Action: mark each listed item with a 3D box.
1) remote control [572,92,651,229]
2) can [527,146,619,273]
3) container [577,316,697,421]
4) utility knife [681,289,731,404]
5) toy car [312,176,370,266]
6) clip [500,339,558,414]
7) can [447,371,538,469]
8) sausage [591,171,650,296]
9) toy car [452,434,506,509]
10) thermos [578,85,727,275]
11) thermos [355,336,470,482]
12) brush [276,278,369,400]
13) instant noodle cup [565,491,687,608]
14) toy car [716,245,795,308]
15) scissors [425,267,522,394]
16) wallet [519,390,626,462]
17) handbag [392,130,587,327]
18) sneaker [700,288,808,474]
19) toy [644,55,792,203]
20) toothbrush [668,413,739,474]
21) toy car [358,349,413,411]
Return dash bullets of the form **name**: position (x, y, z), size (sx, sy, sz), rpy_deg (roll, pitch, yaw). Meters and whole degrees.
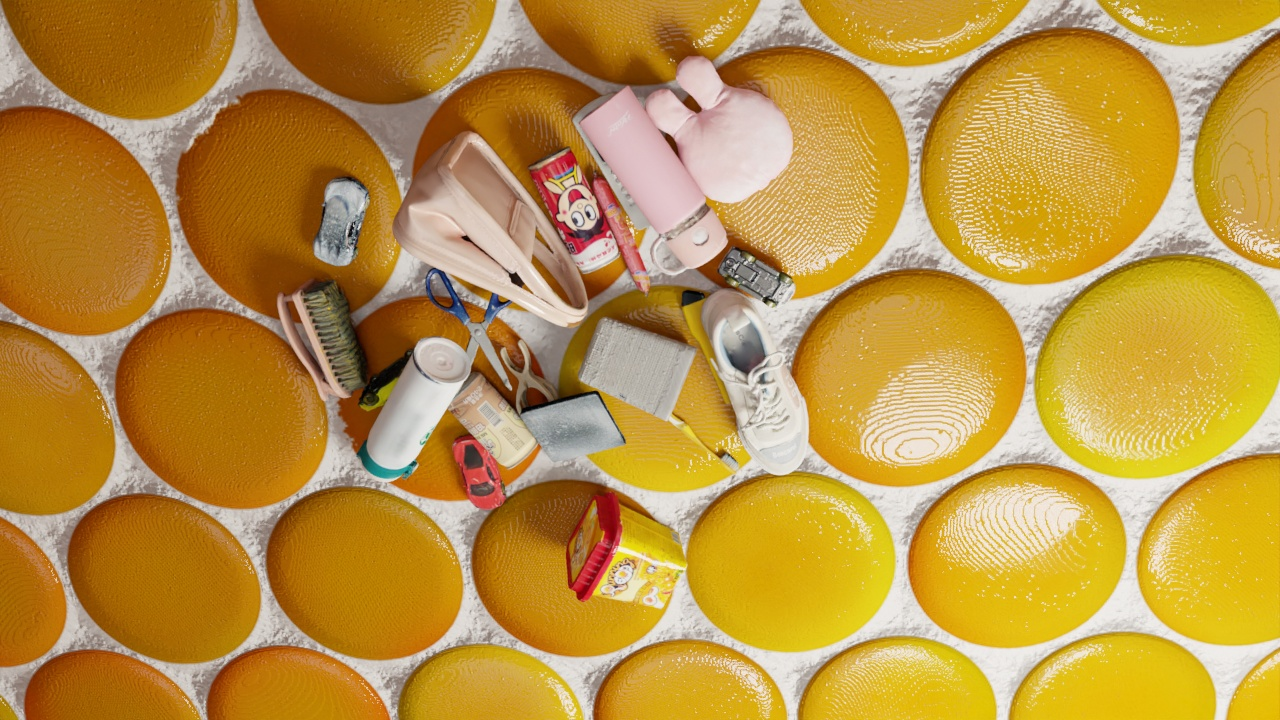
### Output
- **remote control**: position (-0.015, -0.219, 1.015), size (0.058, 0.021, 0.150), rpy_deg (-28, 107, 13)
- **can**: position (-0.073, -0.166, 1.022), size (0.053, 0.053, 0.133), rpy_deg (-23, 107, 12)
- **container**: position (-0.006, 0.006, 1.056), size (0.114, 0.090, 0.090), rpy_deg (22, 88, -1)
- **utility knife**: position (0.084, -0.016, 1.088), size (0.033, 0.015, 0.154), rpy_deg (-18, 109, 17)
- **toy car**: position (-0.346, -0.159, 1.056), size (0.049, 0.031, 0.106), rpy_deg (19, 110, -4)
- **clip**: position (-0.122, 0.024, 1.110), size (0.084, 0.034, 0.104), rpy_deg (-4, 102, 9)
- **can**: position (-0.181, 0.073, 1.117), size (0.059, 0.058, 0.116), rpy_deg (-37, 104, 16)
- **sausage**: position (-0.020, -0.143, 1.046), size (0.020, 0.020, 0.156), rpy_deg (-21, 108, 11)
- **toy car**: position (-0.203, 0.143, 1.160), size (0.049, 0.031, 0.106), rpy_deg (-9, 112, 8)
- **thermos**: position (0.010, -0.185, 0.978), size (0.087, 0.067, 0.198), rpy_deg (-35, 106, 2)
- **thermos**: position (-0.271, 0.068, 1.086), size (0.073, 0.073, 0.225), rpy_deg (32, 130, -8)
- **brush**: position (-0.377, -0.021, 1.094), size (0.073, 0.063, 0.146), rpy_deg (-13, 111, 4)
- **instant noodle cup**: position (-0.017, 0.245, 1.148), size (0.123, 0.116, 0.116), rpy_deg (22, 110, -17)
- **toy car**: position (0.133, -0.095, 1.044), size (0.090, 0.035, 0.042), rpy_deg (30, 111, -7)
- **scissors**: position (-0.191, -0.047, 1.073), size (0.175, 0.012, 0.162), rpy_deg (42, 93, 5)
- **wallet**: position (-0.079, 0.080, 1.104), size (0.097, 0.019, 0.121), rpy_deg (-15, 143, 8)
- **handbag**: position (-0.141, -0.125, 0.981), size (0.234, 0.193, 0.093), rpy_deg (40, 110, -21)
- **sneaker**: position (0.142, 0.034, 1.053), size (0.089, 0.090, 0.242), rpy_deg (-24, 110, -1)
- **toy**: position (0.084, -0.246, 0.980), size (0.121, 0.054, 0.159), rpy_deg (-42, 105, 15)
- **toothbrush**: position (0.052, 0.076, 1.125), size (0.191, 0.016, 0.018), rpy_deg (42, 97, -11)
- **toy car**: position (-0.298, 0.025, 1.113), size (0.105, 0.048, 0.032), rpy_deg (-35, 118, 16)
